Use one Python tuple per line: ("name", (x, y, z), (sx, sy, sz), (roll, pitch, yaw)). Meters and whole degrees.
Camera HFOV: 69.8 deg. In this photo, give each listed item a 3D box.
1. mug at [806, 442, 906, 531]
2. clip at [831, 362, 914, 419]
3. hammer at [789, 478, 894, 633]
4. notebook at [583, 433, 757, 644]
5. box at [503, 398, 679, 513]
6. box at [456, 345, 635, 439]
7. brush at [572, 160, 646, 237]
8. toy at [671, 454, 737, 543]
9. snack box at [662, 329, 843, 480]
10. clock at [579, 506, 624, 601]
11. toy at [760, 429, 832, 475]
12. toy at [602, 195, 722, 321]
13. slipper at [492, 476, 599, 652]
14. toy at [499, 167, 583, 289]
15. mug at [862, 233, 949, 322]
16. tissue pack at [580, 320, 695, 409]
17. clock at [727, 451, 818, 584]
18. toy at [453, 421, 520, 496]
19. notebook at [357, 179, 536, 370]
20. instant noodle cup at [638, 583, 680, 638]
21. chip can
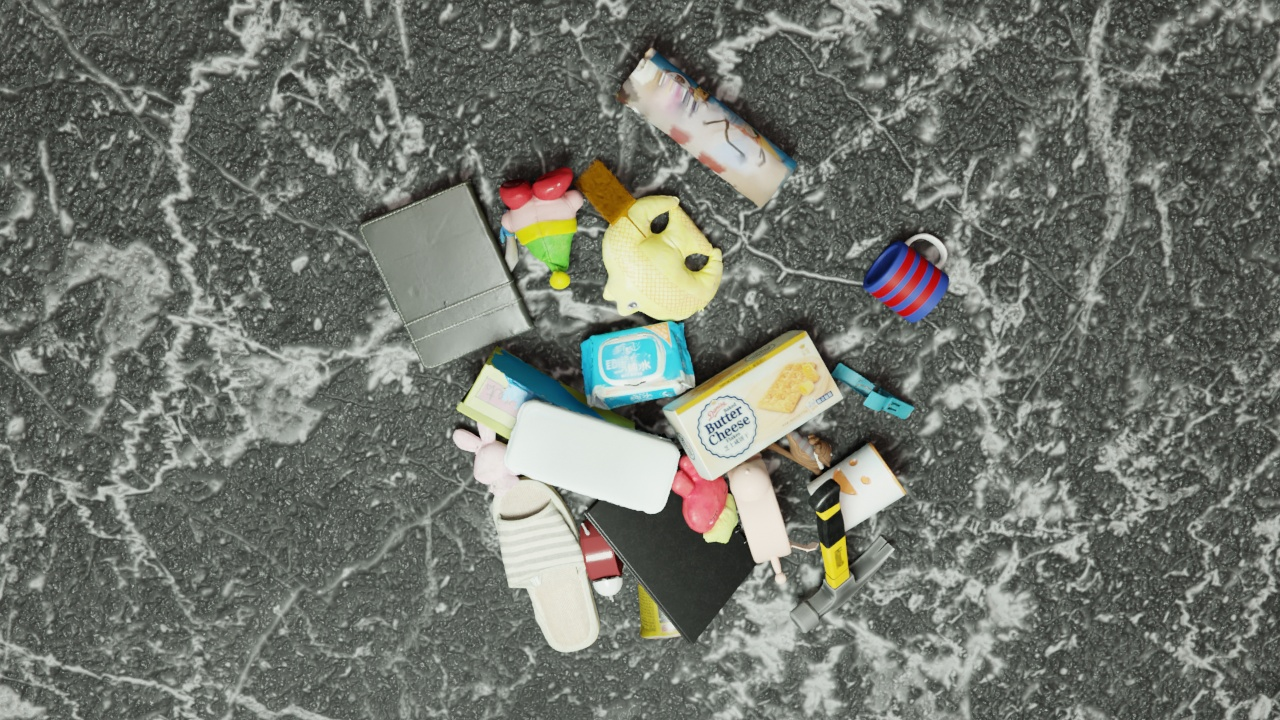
("mug", (0.289, 0.172, 1.230), (0.105, 0.082, 0.082), (-35, 101, 9))
("clip", (0.300, 0.040, 1.213), (0.118, 0.120, 0.033), (34, 103, 26))
("hammer", (0.250, 0.236, 1.170), (0.169, 0.034, 0.325), (-36, 144, -11))
("notebook", (0.050, 0.234, 1.229), (0.168, 0.019, 0.231), (-44, 103, -30))
("box", (-0.058, 0.119, 1.113), (0.213, 0.063, 0.118), (20, 98, -4))
("box", (-0.118, 0.074, 1.188), (0.221, 0.124, 0.079), (28, 100, -8))
("brush", (-0.033, -0.195, 1.131), (0.048, 0.017, 0.126), (-45, 59, 10))
("toy", (0.086, 0.183, 1.216), (0.045, 0.091, 0.135), (-16, 119, 39))
("snack box", (0.144, 0.054, 1.178), (0.207, 0.057, 0.104), (-30, 96, -11))
("clock", (-0.051, 0.267, 1.254), (0.044, 0.087, 0.124), (-11, 101, 4))
("toy", (0.216, 0.119, 1.239), (0.102, 0.041, 0.055), (29, 125, -15))
("toy", (0.022, -0.120, 1.169), (0.155, 0.064, 0.170), (-44, 107, -2))
("slipper", (-0.129, 0.291, 1.280), (0.114, 0.054, 0.273), (-20, 104, 0))
("toy", (-0.126, -0.162, 1.147), (0.124, 0.096, 0.131), (-12, 123, 10))
("mug", (0.345, -0.115, 1.168), (0.076, 0.075, 0.111), (34, 76, -8))
("tissue pack", (-0.007, 0.007, 1.184), (0.144, 0.062, 0.092), (-12, 73, 6))
("clock", (0.166, 0.192, 1.210), (0.086, 0.131, 0.160), (-24, 103, 6))
("toy", (-0.204, 0.128, 1.241), (0.063, 0.047, 0.110), (-29, 91, 4))
("notebook", (-0.252, -0.107, 1.185), (0.170, 0.029, 0.209), (-19, 102, 11))
("instant noodle cup", (0.038, 0.310, 1.267), (0.100, 0.100, 0.112), (-10, 93, 3))
("chip can", (0.081, -0.281, 1.118), (0.229, 0.079, 0.080), (36, 102, -8))
